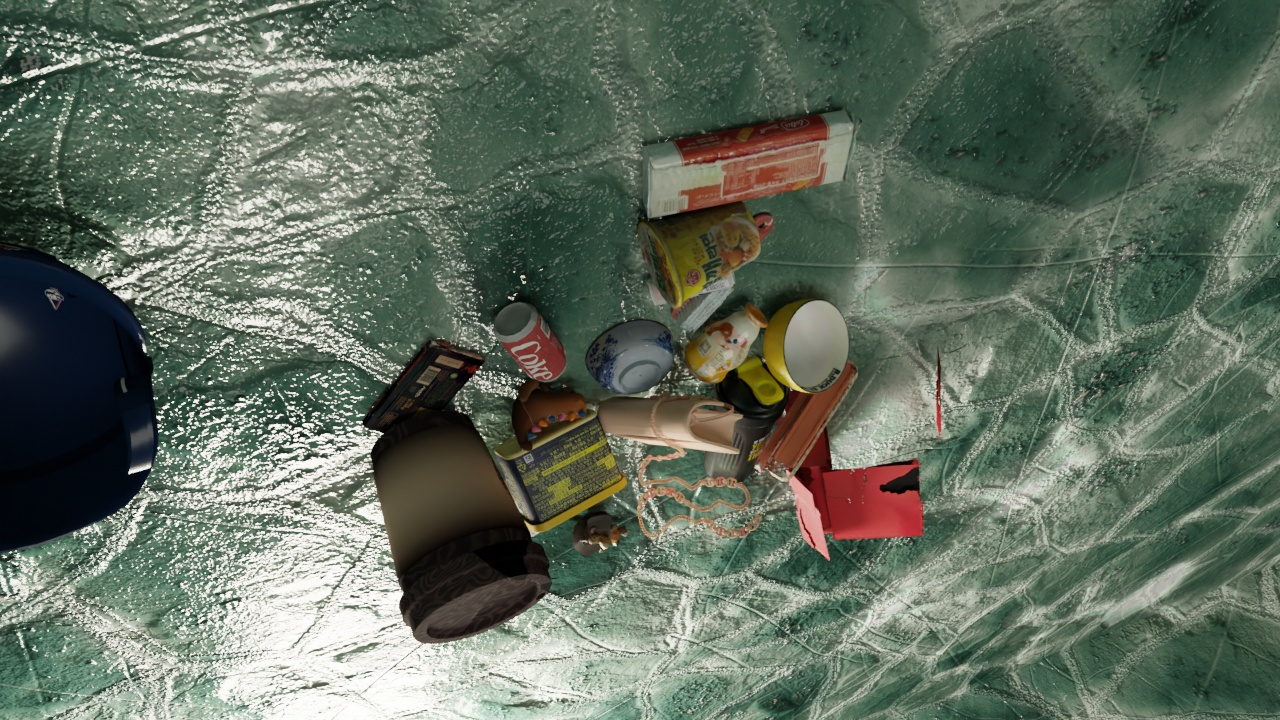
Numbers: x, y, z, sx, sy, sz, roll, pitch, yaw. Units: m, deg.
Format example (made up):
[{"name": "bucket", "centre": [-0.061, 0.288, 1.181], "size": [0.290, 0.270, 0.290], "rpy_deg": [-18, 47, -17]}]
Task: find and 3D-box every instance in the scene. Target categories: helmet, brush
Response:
[{"name": "helmet", "centre": [-0.525, 0.002, 0.734], "size": [0.231, 0.223, 0.273], "rpy_deg": [-15, 152, -31]}, {"name": "brush", "centre": [0.098, -0.098, 1.060], "size": [0.041, 0.030, 0.173], "rpy_deg": [16, 127, -38]}]

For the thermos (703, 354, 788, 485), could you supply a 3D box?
[{"name": "thermos", "centre": [0.135, 0.083, 1.236], "size": [0.098, 0.098, 0.221], "rpy_deg": [-11, 146, -13]}]

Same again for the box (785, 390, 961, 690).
[{"name": "box", "centre": [0.289, 0.241, 1.239], "size": [0.107, 0.409, 0.212], "rpy_deg": [-24, 140, -2]}]

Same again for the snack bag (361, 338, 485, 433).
[{"name": "snack bag", "centre": [-0.251, 0.037, 1.060], "size": [0.074, 0.018, 0.155], "rpy_deg": [20, 126, -41]}]

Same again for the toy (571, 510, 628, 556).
[{"name": "toy", "centre": [-0.056, 0.261, 1.377], "size": [0.100, 0.062, 0.076], "rpy_deg": [14, 110, -43]}]

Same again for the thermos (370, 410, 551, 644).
[{"name": "thermos", "centre": [-0.218, 0.187, 1.065], "size": [0.172, 0.226, 0.173], "rpy_deg": [-21, 152, -12]}]

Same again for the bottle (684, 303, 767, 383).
[{"name": "bottle", "centre": [0.105, -0.022, 1.122], "size": [0.063, 0.063, 0.109], "rpy_deg": [23, 125, -41]}]

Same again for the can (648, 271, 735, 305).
[{"name": "can", "centre": [0.058, -0.088, 1.032], "size": [0.095, 0.032, 0.032], "rpy_deg": [-13, 142, 12]}]

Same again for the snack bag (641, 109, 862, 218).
[{"name": "snack bag", "centre": [0.111, -0.202, 0.940], "size": [0.225, 0.041, 0.078], "rpy_deg": [-14, 141, -12]}]

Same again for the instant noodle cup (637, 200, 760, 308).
[{"name": "instant noodle cup", "centre": [0.065, -0.120, 0.975], "size": [0.108, 0.102, 0.102], "rpy_deg": [-24, 142, -11]}]

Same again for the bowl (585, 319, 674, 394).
[{"name": "bowl", "centre": [-0.007, 0.007, 1.118], "size": [0.114, 0.045, 0.114], "rpy_deg": [-13, 140, -11]}]

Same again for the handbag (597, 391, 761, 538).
[{"name": "handbag", "centre": [0.038, 0.133, 1.126], "size": [0.199, 0.187, 0.116], "rpy_deg": [1, 172, 43]}]

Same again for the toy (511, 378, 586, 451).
[{"name": "toy", "centre": [-0.109, 0.070, 1.100], "size": [0.090, 0.102, 0.071], "rpy_deg": [-7, 128, 0]}]

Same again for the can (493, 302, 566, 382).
[{"name": "can", "centre": [-0.122, -0.019, 1.029], "size": [0.054, 0.054, 0.096], "rpy_deg": [-26, 141, 5]}]

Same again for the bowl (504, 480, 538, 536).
[{"name": "bowl", "centre": [-0.178, 0.201, 1.255], "size": [0.105, 0.054, 0.105], "rpy_deg": [-13, 142, -11]}]

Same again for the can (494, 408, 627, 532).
[{"name": "can", "centre": [-0.100, 0.132, 1.143], "size": [0.135, 0.075, 0.104], "rpy_deg": [-26, 106, -21]}]

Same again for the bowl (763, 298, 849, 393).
[{"name": "bowl", "centre": [0.198, -0.020, 1.149], "size": [0.117, 0.068, 0.117], "rpy_deg": [-3, 95, -36]}]

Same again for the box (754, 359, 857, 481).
[{"name": "box", "centre": [0.219, 0.076, 1.214], "size": [0.054, 0.079, 0.187], "rpy_deg": [38, 81, -19]}]
